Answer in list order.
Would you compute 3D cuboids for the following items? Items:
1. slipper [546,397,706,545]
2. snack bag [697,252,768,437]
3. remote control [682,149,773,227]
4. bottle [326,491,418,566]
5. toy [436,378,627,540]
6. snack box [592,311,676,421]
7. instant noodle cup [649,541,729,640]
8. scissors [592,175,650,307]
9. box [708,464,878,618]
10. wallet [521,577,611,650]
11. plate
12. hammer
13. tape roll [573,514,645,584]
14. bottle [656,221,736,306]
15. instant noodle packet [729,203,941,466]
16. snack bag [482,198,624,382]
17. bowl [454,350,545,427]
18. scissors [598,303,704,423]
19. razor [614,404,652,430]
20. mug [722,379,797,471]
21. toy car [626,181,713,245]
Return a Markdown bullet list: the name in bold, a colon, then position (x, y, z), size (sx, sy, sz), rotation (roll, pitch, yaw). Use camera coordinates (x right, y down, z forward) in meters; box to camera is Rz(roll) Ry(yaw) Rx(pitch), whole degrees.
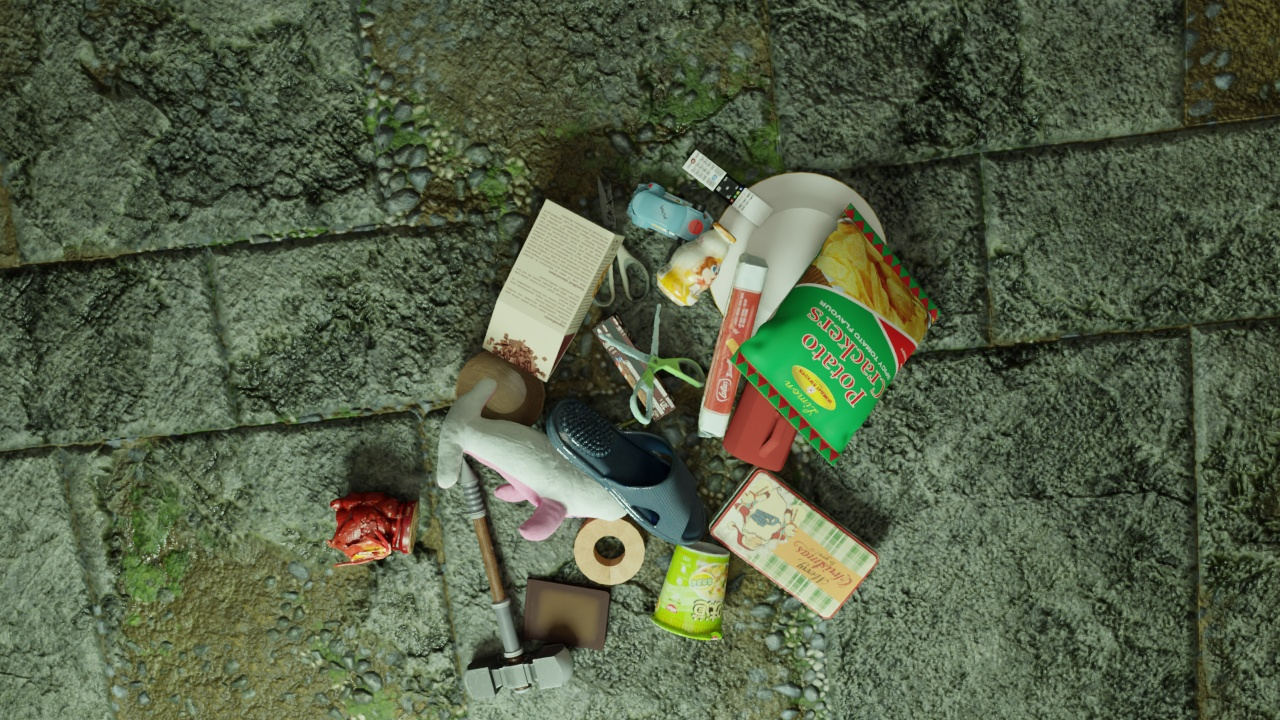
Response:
- **slipper**: position (0.003, 0.128, 1.141), size (0.263, 0.101, 0.083), rotation (40, 133, -20)
- **snack bag**: position (0.113, -0.018, 1.138), size (0.041, 0.077, 0.225), rotation (12, 107, 2)
- **remote control**: position (0.109, -0.214, 1.144), size (0.124, 0.011, 0.028), rotation (39, 98, 7)
- **bottle**: position (-0.351, 0.218, 1.194), size (0.111, 0.099, 0.099), rotation (7, 99, -6)
- **toy**: position (-0.140, 0.142, 1.162), size (0.265, 0.128, 0.186), rotation (30, 57, -21)
- **snack box**: position (-0.007, 0.007, 1.174), size (0.032, 0.051, 0.141), rotation (-34, 96, 6)
- **instant noodle cup**: position (0.071, 0.296, 1.200), size (0.099, 0.099, 0.108), rotation (12, 90, 0)
- **scissors**: position (-0.045, -0.146, 1.170), size (0.133, 0.012, 0.169), rotation (-38, 96, 7)
- **box**: position (0.200, 0.236, 1.204), size (0.205, 0.050, 0.118), rotation (38, 99, -5)
- **wallet**: position (-0.101, 0.346, 1.249), size (0.115, 0.018, 0.091), rotation (7, 99, 5)
- **plate**: position (0.199, -0.122, 1.161), size (0.230, 0.021, 0.230), rotation (0, 99, 2)
- **hammer**: position (-0.196, 0.288, 1.228), size (0.156, 0.043, 0.322), rotation (-13, 94, 12)
- **tape roll**: position (-0.041, 0.250, 1.224), size (0.094, 0.027, 0.094), rotation (0, 99, 2)
- **bottle**: position (0.071, -0.121, 1.143), size (0.063, 0.063, 0.108), rotation (41, 102, -4)
- **instant noodle packet**: position (0.244, -0.031, 1.109), size (0.195, 0.090, 0.252), rotation (44, 74, -20)
- **snack bag**: position (-0.113, -0.085, 1.147), size (0.094, 0.069, 0.206), rotation (28, 100, 6)
- **bowl**: position (-0.180, 0.041, 1.195), size (0.118, 0.030, 0.118), rotation (0, 99, 2)
- **scissors**: position (0.017, 0.002, 1.144), size (0.171, 0.021, 0.171), rotation (23, 62, -30)
- **razor**: position (-0.036, 0.090, 1.200), size (0.106, 0.042, 0.026), rotation (-23, 100, 15)
- **mug**: position (0.159, 0.081, 1.146), size (0.080, 0.116, 0.096), rotation (20, 99, -6)
- **toy car**: position (0.038, -0.182, 1.154), size (0.108, 0.027, 0.060), rotation (24, 99, -2)
